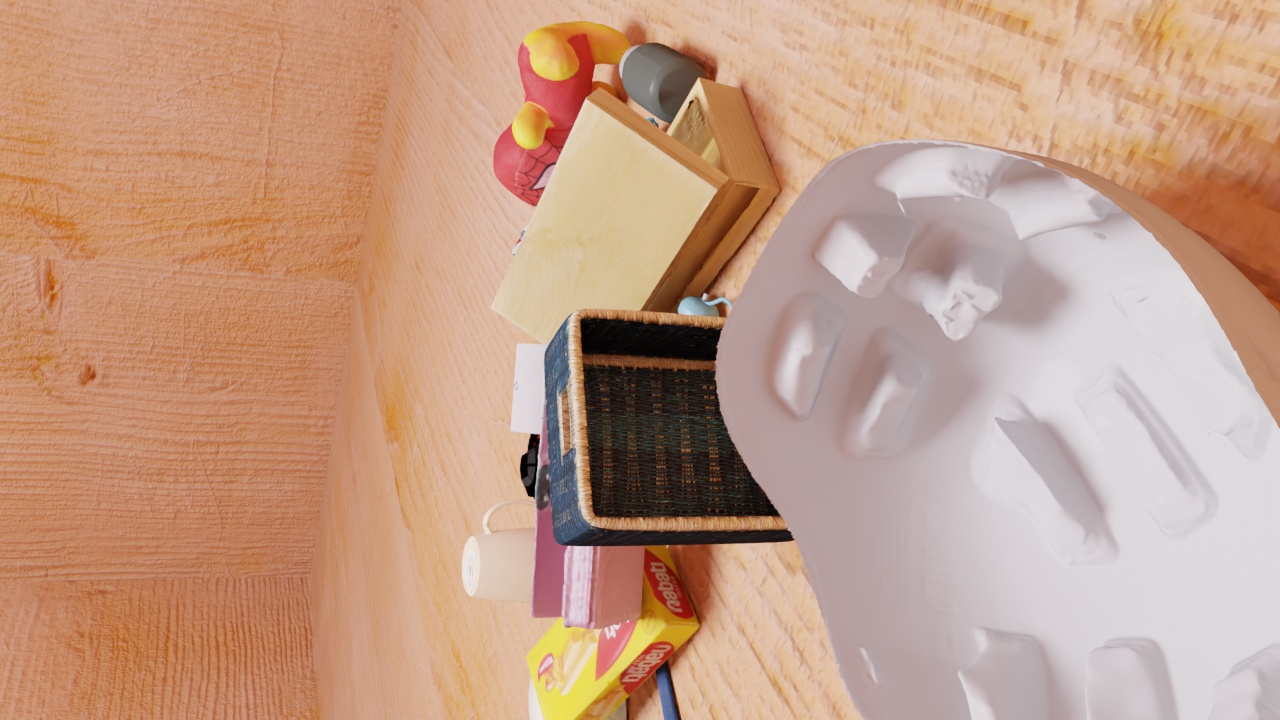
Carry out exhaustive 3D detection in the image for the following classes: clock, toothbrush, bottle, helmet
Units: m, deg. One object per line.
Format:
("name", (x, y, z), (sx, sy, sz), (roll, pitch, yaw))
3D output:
("clock", (0.048, -0.009, 0.779), (0.123, 0.042, 0.087), (-40, 50, 49))
("toothbrush", (0.010, 0.254, 0.831), (0.016, 0.017, 0.189), (-57, 37, 44))
("bottle", (0.018, -0.262, 0.856), (0.108, 0.060, 0.060), (-126, 47, -54))
("helmet", (0.154, 0.047, 0.365), (0.281, 0.183, 0.225), (-102, 24, -46))

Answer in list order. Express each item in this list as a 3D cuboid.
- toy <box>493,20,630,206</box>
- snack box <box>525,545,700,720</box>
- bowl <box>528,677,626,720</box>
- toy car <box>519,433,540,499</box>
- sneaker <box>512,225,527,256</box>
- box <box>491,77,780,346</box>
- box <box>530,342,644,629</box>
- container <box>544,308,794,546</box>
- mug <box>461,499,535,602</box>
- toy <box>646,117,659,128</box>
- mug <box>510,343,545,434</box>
("toy", (-0.093, -0.263, 1.002), (0.099, 0.147, 0.217), (47, 138, 24))
("snack box", (-0.031, 0.257, 0.834), (0.201, 0.042, 0.092), (-52, 43, 29))
("bowl", (-0.075, 0.354, 0.947), (0.177, 0.057, 0.176), (-176, 90, -65))
("toy car", (-0.129, 0.124, 1.126), (0.042, 0.036, 0.091), (146, 125, -59))
("sneaker", (-0.079, -0.140, 0.980), (0.092, 0.111, 0.244), (-157, 74, -64))
("box", (-0.004, -0.103, 0.795), (0.142, 0.178, 0.249), (59, 140, 23))
("box", (-0.043, 0.100, 0.766), (0.080, 0.099, 0.232), (-1, 83, 26))
("container", (0.033, 0.049, 0.619), (0.071, 0.187, 0.145), (136, 133, -60))
("mug", (-0.136, 0.208, 1.000), (0.085, 0.104, 0.111), (-15, 73, 63))
("toy", (-0.010, -0.187, 0.869), (0.092, 0.062, 0.133), (-63, -1, 5))
("mug", (-0.099, 0.033, 1.045), (0.119, 0.083, 0.096), (27, -113, -86))
